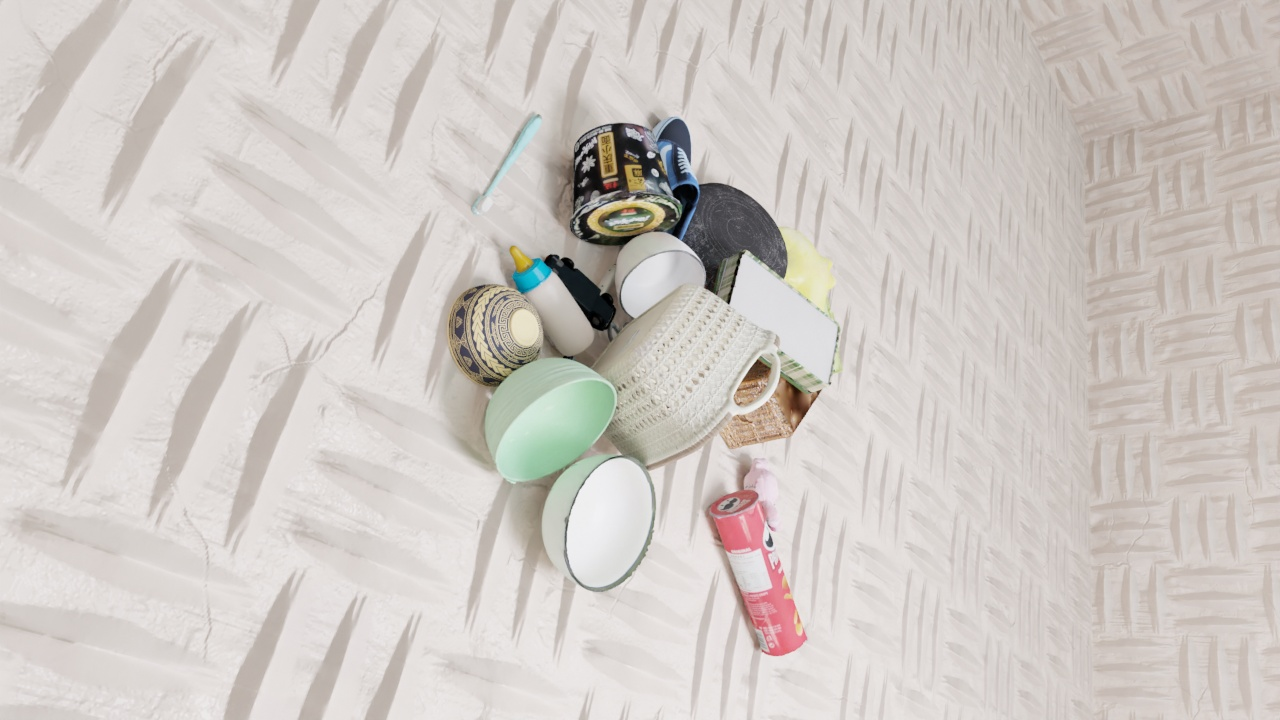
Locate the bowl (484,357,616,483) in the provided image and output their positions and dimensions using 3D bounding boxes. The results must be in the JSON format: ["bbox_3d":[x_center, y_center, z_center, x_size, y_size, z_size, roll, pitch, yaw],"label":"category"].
[{"bbox_3d":[-0.106,0.052,0.983,0.150,0.151,0.077,3,38,-50],"label":"bowl"}]

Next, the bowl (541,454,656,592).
[{"bbox_3d":[-0.055,0.176,1.032,0.153,0.073,0.153,-14,108,-49],"label":"bowl"}]

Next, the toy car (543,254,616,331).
[{"bbox_3d":[-0.077,-0.081,1.107,0.112,0.034,0.046,42,51,-24],"label":"toy car"}]

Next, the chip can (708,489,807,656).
[{"bbox_3d":[0.168,0.301,1.290,0.073,0.073,0.233,-35,109,-48],"label":"chip can"}]

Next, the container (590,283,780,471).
[{"bbox_3d":[0.036,0.021,1.059,0.143,0.247,0.184,42,60,-8],"label":"container"}]

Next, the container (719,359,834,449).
[{"bbox_3d":[0.188,0.027,1.345,0.197,0.113,0.114,-49,119,-43],"label":"container"}]

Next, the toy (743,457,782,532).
[{"bbox_3d":[0.178,0.195,1.331,0.064,0.047,0.110,77,-4,-61],"label":"toy"}]

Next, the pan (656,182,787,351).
[{"bbox_3d":[0.101,-0.128,1.276,0.207,0.040,0.355,41,49,-7],"label":"pan"}]

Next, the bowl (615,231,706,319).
[{"bbox_3d":[0.019,-0.110,1.156,0.116,0.116,0.065,33,23,-42],"label":"bowl"}]

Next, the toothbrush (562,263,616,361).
[{"bbox_3d":[-0.061,-0.053,1.138,0.017,0.016,0.188,57,43,-39],"label":"toothbrush"}]

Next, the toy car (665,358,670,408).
[{"bbox_3d":[0.028,0.020,1.209,0.042,0.036,0.091,-4,90,-68],"label":"toy car"}]

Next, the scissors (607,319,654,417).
[{"bbox_3d":[-0.014,0.014,1.178,0.094,0.014,0.170,-3,82,-59],"label":"scissors"}]

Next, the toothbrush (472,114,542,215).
[{"bbox_3d":[-0.151,-0.232,1.069,0.016,0.017,0.180,49,47,-32],"label":"toothbrush"}]

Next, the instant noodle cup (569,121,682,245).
[{"bbox_3d":[-0.026,-0.221,1.135,0.137,0.138,0.112,12,63,-49],"label":"instant noodle cup"}]

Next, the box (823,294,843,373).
[{"bbox_3d":[0.259,-0.058,1.505,0.140,0.044,0.187,-14,92,-30],"label":"box"}]

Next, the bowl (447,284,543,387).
[{"bbox_3d":[-0.145,-0.031,0.992,0.112,0.061,0.112,15,71,-48],"label":"bowl"}]

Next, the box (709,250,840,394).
[{"bbox_3d":[0.184,-0.049,1.247,0.205,0.050,0.117,32,57,-25],"label":"box"}]

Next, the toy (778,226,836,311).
[{"bbox_3d":[0.241,-0.128,1.442,0.154,0.065,0.170,-10,88,-27],"label":"toy"}]

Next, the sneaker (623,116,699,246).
[{"bbox_3d":[0.053,-0.242,1.251,0.083,0.098,0.240,41,52,-38],"label":"sneaker"}]

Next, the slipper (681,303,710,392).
[{"bbox_3d":[0.113,-0.055,1.317,0.114,0.055,0.273,57,44,-26],"label":"slipper"}]

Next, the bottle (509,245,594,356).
[{"bbox_3d":[-0.108,-0.072,1.055,0.146,0.051,0.051,57,44,-26],"label":"bottle"}]
